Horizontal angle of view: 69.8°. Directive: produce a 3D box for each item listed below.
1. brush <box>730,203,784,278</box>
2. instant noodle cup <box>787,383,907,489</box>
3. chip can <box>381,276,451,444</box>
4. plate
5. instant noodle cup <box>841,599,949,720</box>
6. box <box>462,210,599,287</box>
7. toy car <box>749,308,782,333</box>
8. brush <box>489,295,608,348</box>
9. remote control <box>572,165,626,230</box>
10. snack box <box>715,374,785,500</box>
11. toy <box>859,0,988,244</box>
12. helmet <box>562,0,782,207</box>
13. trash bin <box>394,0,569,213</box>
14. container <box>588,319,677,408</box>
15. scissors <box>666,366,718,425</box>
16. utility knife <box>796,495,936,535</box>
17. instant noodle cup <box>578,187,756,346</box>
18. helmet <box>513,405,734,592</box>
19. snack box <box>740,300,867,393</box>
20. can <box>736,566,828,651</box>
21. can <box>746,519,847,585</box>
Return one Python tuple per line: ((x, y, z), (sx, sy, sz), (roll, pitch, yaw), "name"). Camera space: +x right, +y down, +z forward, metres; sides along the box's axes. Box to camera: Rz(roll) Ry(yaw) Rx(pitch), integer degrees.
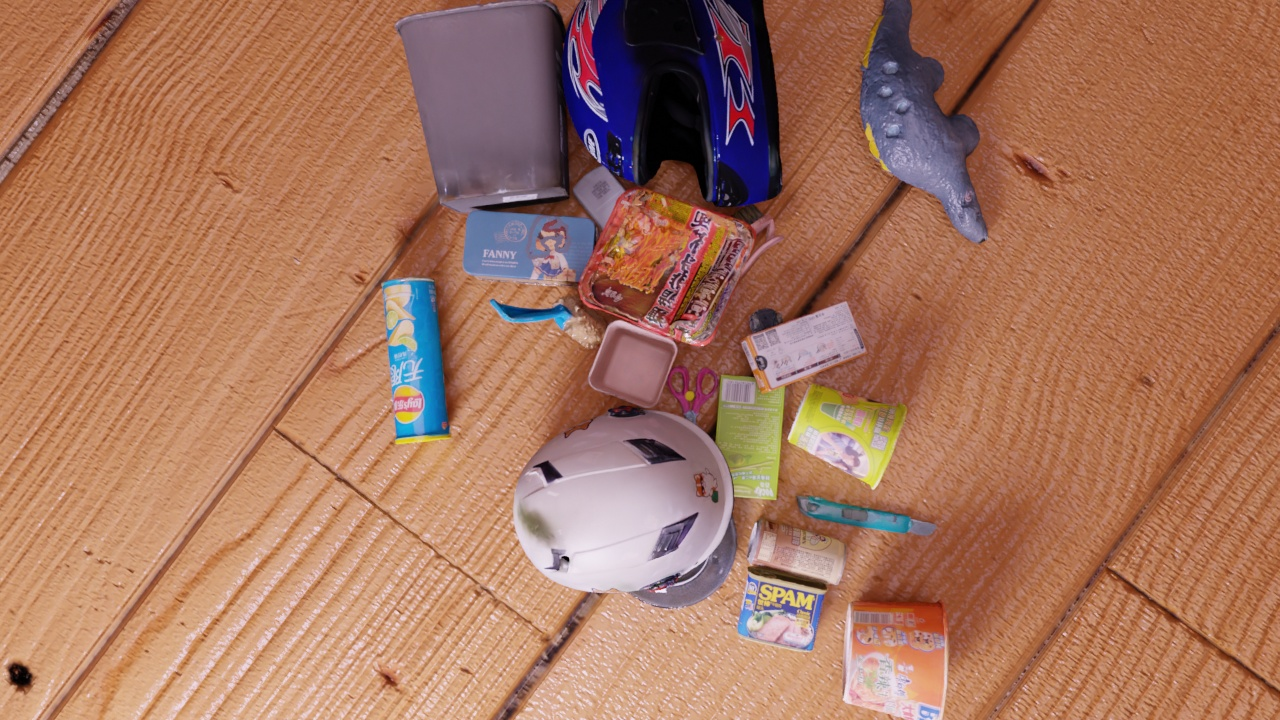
((0.113, -0.139, 1.184), (0.145, 0.063, 0.073), (-36, 82, -1), "brush")
((0.254, 0.086, 1.149), (0.123, 0.111, 0.111), (22, 88, 11), "instant noodle cup")
((-0.291, 0.001, 1.191), (0.071, 0.071, 0.210), (-6, 87, 2), "chip can")
((0.034, 0.231, 1.174), (0.179, 0.024, 0.179), (0, 91, 10), "plate")
((0.306, 0.360, 1.114), (0.111, 0.151, 0.151), (5, 87, 11), "instant noodle cup")
((-0.147, -0.145, 1.197), (0.184, 0.061, 0.089), (2, 86, 1), "box")
((0.167, -0.022, 1.187), (0.043, 0.034, 0.090), (-14, 85, -15), "toy car")
((-0.109, -0.052, 1.104), (0.046, 0.254, 0.083), (-44, 74, 16), "brush")
((-0.025, -0.186, 1.213), (0.058, 0.021, 0.150), (-38, 86, 0), "remote control")
((0.140, 0.099, 1.188), (0.086, 0.026, 0.156), (4, 87, 4), "snack box")
((0.352, -0.309, 1.175), (0.137, 0.092, 0.356), (-20, 87, -26), "toy")
((0.029, -0.325, 1.095), (0.240, 0.247, 0.315), (-8, 74, 3), "helmet")
((-0.179, -0.308, 1.149), (0.198, 0.199, 0.220), (-8, 93, 2), "trash bin")
((-0.007, 0.007, 1.157), (0.090, 0.111, 0.090), (21, 88, 3), "container")
((0.074, 0.074, 1.201), (0.073, 0.017, 0.137), (-5, 91, -7), "scissors")
((0.290, 0.201, 1.182), (0.182, 0.013, 0.029), (9, 89, 3), "utility knife")
((0.033, -0.109, 1.115), (0.189, 0.079, 0.164), (23, 82, 19), "instant noodle cup")
((-0.041, 0.173, 1.096), (0.275, 0.156, 0.230), (-14, 84, 25), "helmet")
((0.209, -0.018, 1.166), (0.153, 0.026, 0.075), (-20, 85, -19), "snack box")
((0.178, 0.315, 1.161), (0.102, 0.057, 0.083), (11, 90, 3), "can")
((0.197, 0.243, 1.162), (0.116, 0.058, 0.058), (15, 88, 3), "can")
